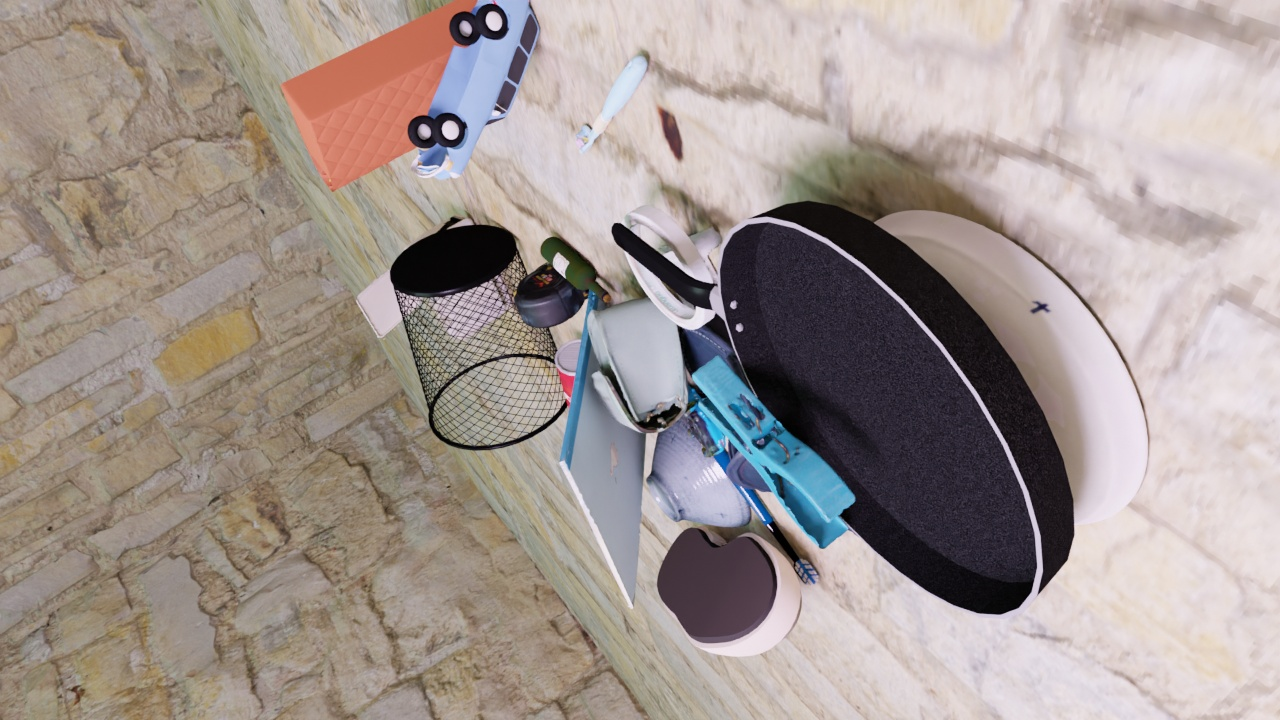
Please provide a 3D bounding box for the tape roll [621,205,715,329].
[{"bbox_3d":[0.019,-0.064,0.636,0.093,0.013,0.093,49,161,23],"label":"tape roll"}]

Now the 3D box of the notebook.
[{"bbox_3d":[-0.027,0.069,0.838,0.252,0.009,0.181,-85,-21,-53],"label":"notebook"}]

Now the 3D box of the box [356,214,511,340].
[{"bbox_3d":[-0.258,-0.078,1.155,0.044,0.184,0.143,23,146,48],"label":"box"}]

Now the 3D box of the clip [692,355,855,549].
[{"bbox_3d":[0.077,0.047,0.521,0.130,0.030,0.120,53,172,10],"label":"clip"}]

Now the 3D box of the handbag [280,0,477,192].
[{"bbox_3d":[-0.199,-0.221,0.763,0.060,0.171,0.109,51,162,17],"label":"handbag"}]

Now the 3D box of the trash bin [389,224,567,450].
[{"bbox_3d":[-0.192,-0.033,1.082,0.184,0.183,0.210,38,149,46],"label":"trash bin"}]

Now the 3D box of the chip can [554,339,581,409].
[{"bbox_3d":[-0.057,0.061,1.079,0.052,0.051,0.215,45,159,33],"label":"chip can"}]

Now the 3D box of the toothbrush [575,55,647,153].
[{"bbox_3d":[-0.022,-0.175,0.632,0.155,0.016,0.022,162,116,-72],"label":"toothbrush"}]

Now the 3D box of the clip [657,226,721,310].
[{"bbox_3d":[0.029,-0.057,0.660,0.102,0.052,0.059,-5,104,71],"label":"clip"}]

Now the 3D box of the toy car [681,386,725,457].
[{"bbox_3d":[0.052,0.048,0.798,0.048,0.032,0.105,61,177,-14],"label":"toy car"}]

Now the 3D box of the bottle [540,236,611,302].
[{"bbox_3d":[-0.060,-0.085,0.874,0.106,0.025,0.025,43,158,37],"label":"bottle"}]

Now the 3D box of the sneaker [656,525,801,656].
[{"bbox_3d":[0.106,0.239,0.891,0.116,0.111,0.294,30,167,-8],"label":"sneaker"}]

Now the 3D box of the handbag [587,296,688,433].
[{"bbox_3d":[-0.004,0.004,0.740,0.122,0.067,0.106,162,95,-83],"label":"handbag"}]

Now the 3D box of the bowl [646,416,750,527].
[{"bbox_3d":[0.043,0.122,0.908,0.137,0.057,0.137,49,161,23],"label":"bowl"}]

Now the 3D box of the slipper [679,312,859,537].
[{"bbox_3d":[0.094,0.062,0.630,0.265,0.083,0.109,39,154,39],"label":"slipper"}]

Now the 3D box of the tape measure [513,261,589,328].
[{"bbox_3d":[-0.090,-0.065,0.915,0.071,0.072,0.042,34,149,45],"label":"tape measure"}]

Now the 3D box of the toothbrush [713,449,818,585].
[{"bbox_3d":[0.106,0.132,0.830,0.167,0.014,0.014,54,174,10],"label":"toothbrush"}]

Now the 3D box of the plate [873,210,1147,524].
[{"bbox_3d":[0.157,0.014,0.457,0.182,0.034,0.183,49,161,23],"label":"plate"}]

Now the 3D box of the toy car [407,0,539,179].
[{"bbox_3d":[-0.121,-0.200,0.671,0.054,0.153,0.056,23,176,-38],"label":"toy car"}]

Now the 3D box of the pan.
[{"bbox_3d":[0.083,-0.008,0.501,0.356,0.034,0.225,44,161,46],"label":"pan"}]
